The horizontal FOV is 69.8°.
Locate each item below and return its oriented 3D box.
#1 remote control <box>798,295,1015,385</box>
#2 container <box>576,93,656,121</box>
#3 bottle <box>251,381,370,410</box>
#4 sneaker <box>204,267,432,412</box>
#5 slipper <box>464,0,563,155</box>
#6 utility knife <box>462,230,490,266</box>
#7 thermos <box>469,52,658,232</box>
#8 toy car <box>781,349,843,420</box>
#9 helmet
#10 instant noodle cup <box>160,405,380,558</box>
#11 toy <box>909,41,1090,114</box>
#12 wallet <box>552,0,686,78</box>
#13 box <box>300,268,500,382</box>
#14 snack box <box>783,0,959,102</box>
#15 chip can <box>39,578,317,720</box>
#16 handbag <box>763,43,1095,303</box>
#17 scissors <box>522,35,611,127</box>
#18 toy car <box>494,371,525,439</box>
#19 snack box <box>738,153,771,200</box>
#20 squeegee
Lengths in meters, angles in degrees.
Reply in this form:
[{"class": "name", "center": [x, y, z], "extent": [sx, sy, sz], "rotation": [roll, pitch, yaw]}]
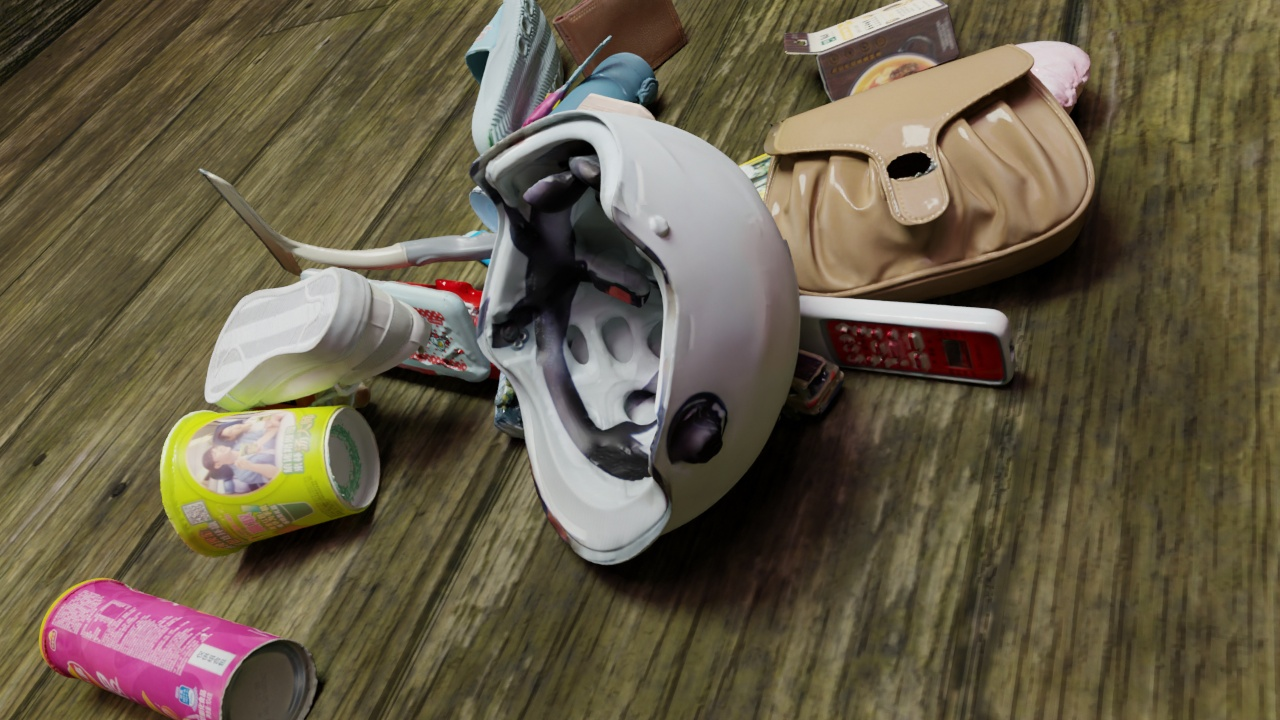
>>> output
[{"class": "remote control", "center": [0.156, -0.013, 0.562], "extent": [0.136, 0.056, 0.020], "rotation": [8, 55, 34]}, {"class": "container", "center": [-0.038, -0.153, 0.785], "extent": [0.110, 0.090, 0.090], "rotation": [-47, 44, -14]}, {"class": "bottle", "center": [-0.292, 0.019, 0.790], "extent": [0.150, 0.067, 0.066], "rotation": [10, 56, 28]}, {"class": "sneaker", "center": [-0.250, -0.008, 0.705], "extent": [0.243, 0.090, 0.089], "rotation": [-15, 64, 42]}, {"class": "slipper", "center": [-0.140, -0.291, 0.968], "extent": [0.074, 0.104, 0.244], "rotation": [-10, 52, 24]}, {"class": "utility knife", "center": [-0.122, -0.092, 0.826], "extent": [0.034, 0.018, 0.159], "rotation": [-44, 42, -14]}, {"class": "thermos", "center": [-0.067, -0.207, 0.868], "extent": [0.070, 0.070, 0.220], "rotation": [21, 63, 41]}, {"class": "toy car", "center": [0.086, 0.007, 0.600], "extent": [0.090, 0.035, 0.042], "rotation": [20, 61, 43]}, {"class": "helmet", "center": [0.008, -0.020, 0.549], "extent": [0.145, 0.259, 0.229], "rotation": [-15, 19, -28]}, {"class": "instant noodle cup", "center": [-0.267, 0.083, 0.684], "extent": [0.123, 0.112, 0.111], "rotation": [-10, 46, 11]}, {"class": "toy", "center": [0.246, -0.192, 0.683], "extent": [0.160, 0.054, 0.121], "rotation": [15, 58, 49]}, {"class": "wallet", "center": [-0.018, -0.338, 0.938], "extent": [0.124, 0.101, 0.032], "rotation": [-40, 41, -10]}, {"class": "box", "center": [-0.188, -0.045, 0.757], "extent": [0.202, 0.102, 0.095], "rotation": [10, 57, 36]}, {"class": "snack box", "center": [0.187, -0.261, 0.760], "extent": [0.126, 0.053, 0.113], "rotation": [-17, 23, 17]}, {"class": "chip can", "center": [-0.315, 0.201, 0.618], "extent": [0.211, 0.071, 0.071], "rotation": [4, 52, 32]}, {"class": "handbag", "center": [0.175, -0.115, 0.592], "extent": [0.205, 0.099, 0.147], "rotation": [-15, 75, 18]}, {"class": "scissors", "center": [-0.074, -0.258, 0.872], "extent": [0.138, 0.017, 0.083], "rotation": [-32, 16, 50]}, {"class": "toy car", "center": [-0.087, 0.017, 0.686], "extent": [0.034, 0.043, 0.090], "rotation": [-42, 34, 42]}, {"class": "snack box", "center": [0.076, -0.114, 0.722], "extent": [0.140, 0.034, 0.086], "rotation": [-25, 42, 9]}, {"class": "squeegee", "center": [-0.208, -0.096, 0.783], "extent": [0.246, 0.247, 0.039], "rotation": [0, 79, -8]}]
